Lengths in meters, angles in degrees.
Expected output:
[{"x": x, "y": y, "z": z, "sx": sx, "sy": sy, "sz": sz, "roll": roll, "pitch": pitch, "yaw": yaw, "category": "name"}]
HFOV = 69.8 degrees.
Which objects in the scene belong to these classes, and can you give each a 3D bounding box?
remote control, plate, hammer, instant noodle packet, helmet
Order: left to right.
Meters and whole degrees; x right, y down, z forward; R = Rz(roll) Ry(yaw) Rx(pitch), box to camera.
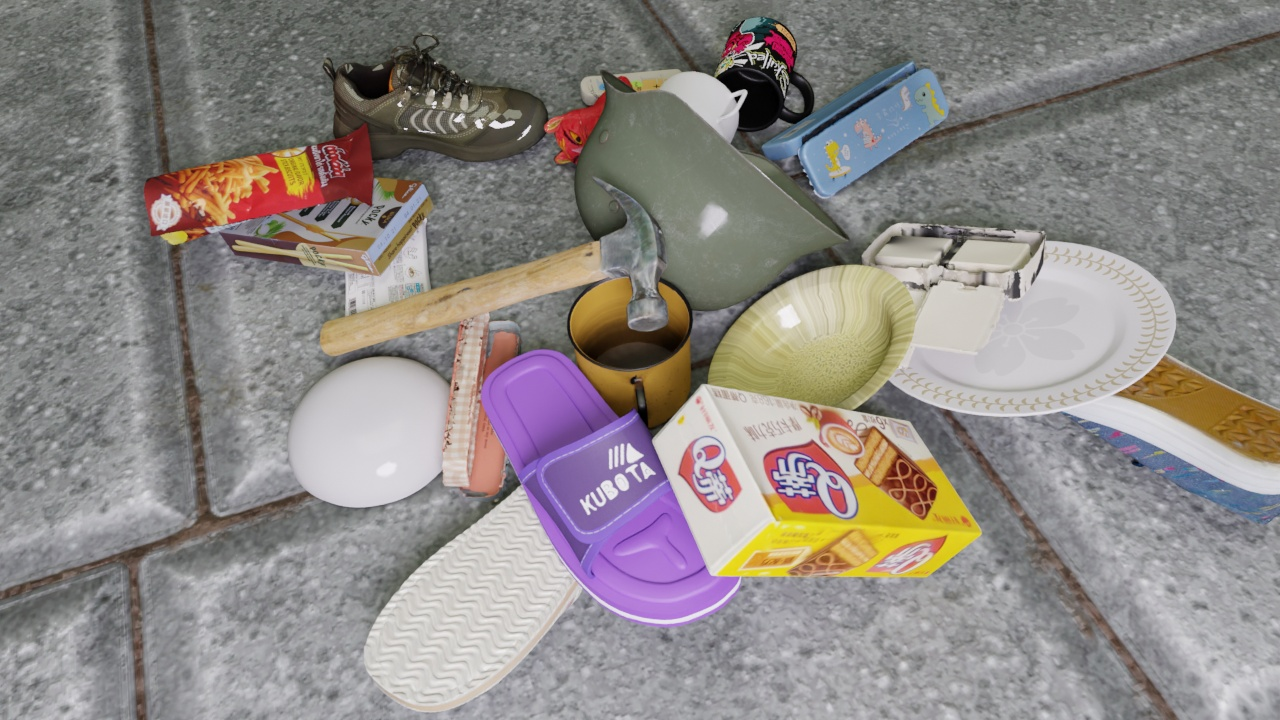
[{"x": -0.246, "y": -0.086, "z": 0.887, "sx": 0.087, "sy": 0.026, "sz": 0.134, "roll": -11, "pitch": 52, "yaw": -6, "category": "instant noodle packet"}, {"x": -0.132, "y": -0.056, "z": 0.761, "sx": 0.331, "sy": 0.033, "sz": 0.132, "roll": -13, "pitch": 69, "yaw": 23, "category": "hammer"}, {"x": -0.007, "y": -0.316, "z": 1.062, "sx": 0.125, "sy": 0.018, "sz": 0.038, "roll": -8, "pitch": 52, "yaw": -6, "category": "remote control"}, {"x": 0.034, "y": -0.141, "z": 0.823, "sx": 0.154, "sy": 0.226, "sz": 0.268, "roll": -48, "pitch": 69, "yaw": 18, "category": "helmet"}, {"x": 0.146, "y": 0.000, "z": 0.770, "sx": 0.185, "sy": 0.036, "sz": 0.184, "roll": -25, "pitch": 37, "yaw": 20, "category": "plate"}, {"x": 0.320, "y": -0.030, "z": 0.788, "sx": 0.243, "sy": 0.016, "sz": 0.242, "roll": -14, "pitch": 35, "yaw": 10, "category": "plate"}]

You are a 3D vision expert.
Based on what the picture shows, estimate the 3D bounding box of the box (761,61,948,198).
[{"x": 0.234, "y": -0.250, "z": 0.997, "sx": 0.208, "sy": 0.073, "sz": 0.085, "roll": -35, "pitch": 99, "yaw": -21, "category": "box"}]

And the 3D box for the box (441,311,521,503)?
[{"x": -0.134, "y": 0.028, "z": 0.779, "sx": 0.071, "sy": 0.057, "sz": 0.186, "roll": 18, "pitch": 49, "yaw": -24, "category": "box"}]

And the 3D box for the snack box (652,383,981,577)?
[{"x": 0.128, "y": 0.090, "z": 0.638, "sx": 0.230, "sy": 0.062, "sz": 0.110, "roll": 11, "pitch": 41, "yaw": -38, "category": "snack box"}]

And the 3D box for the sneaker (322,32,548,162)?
[{"x": -0.220, "y": -0.294, "z": 0.973, "sx": 0.238, "sy": 0.143, "sz": 0.100, "roll": -2, "pitch": 52, "yaw": 1, "category": "sneaker"}]

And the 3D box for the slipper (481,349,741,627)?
[{"x": -0.037, "y": 0.069, "z": 0.659, "sx": 0.107, "sy": 0.084, "sz": 0.266, "roll": -30, "pitch": 51, "yaw": -16, "category": "slipper"}]

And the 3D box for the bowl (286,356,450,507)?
[{"x": -0.227, "y": 0.048, "z": 0.772, "sx": 0.149, "sy": 0.043, "sz": 0.149, "roll": -1, "pitch": 52, "yaw": 1, "category": "bowl"}]

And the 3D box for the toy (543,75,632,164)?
[{"x": -0.042, "y": -0.258, "z": 0.988, "sx": 0.094, "sy": 0.088, "sz": 0.132, "roll": 2, "pitch": 38, "yaw": 25, "category": "toy"}]

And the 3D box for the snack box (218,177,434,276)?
[{"x": -0.310, "y": -0.139, "z": 0.905, "sx": 0.186, "sy": 0.032, "sz": 0.100, "roll": 10, "pitch": 52, "yaw": 24, "category": "snack box"}]

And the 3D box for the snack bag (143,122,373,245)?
[{"x": -0.366, "y": -0.170, "z": 0.903, "sx": 0.208, "sy": 0.067, "sz": 0.138, "roll": -12, "pitch": 41, "yaw": -7, "category": "snack bag"}]

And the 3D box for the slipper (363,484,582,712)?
[{"x": -0.091, "y": 0.151, "z": 0.684, "sx": 0.115, "sy": 0.052, "sz": 0.262, "roll": 27, "pitch": 51, "yaw": 25, "category": "slipper"}]

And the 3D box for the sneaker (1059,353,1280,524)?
[{"x": 0.405, "y": 0.047, "z": 0.733, "sx": 0.087, "sy": 0.079, "sz": 0.235, "roll": -33, "pitch": 40, "yaw": -21, "category": "sneaker"}]

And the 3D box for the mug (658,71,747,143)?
[{"x": 0.059, "y": -0.248, "z": 0.949, "sx": 0.116, "sy": 0.094, "sz": 0.067, "roll": -13, "pitch": 39, "yaw": 41, "category": "mug"}]

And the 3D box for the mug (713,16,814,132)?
[{"x": 0.141, "y": -0.308, "z": 1.019, "sx": 0.118, "sy": 0.082, "sz": 0.098, "roll": 27, "pitch": 53, "yaw": -12, "category": "mug"}]

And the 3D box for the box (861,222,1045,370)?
[{"x": 0.260, "y": -0.063, "z": 0.805, "sx": 0.145, "sy": 0.058, "sz": 0.187, "roll": 11, "pitch": 43, "yaw": 35, "category": "box"}]

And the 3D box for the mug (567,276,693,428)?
[{"x": -0.005, "y": 0.005, "z": 0.765, "sx": 0.100, "sy": 0.094, "sz": 0.123, "roll": -8, "pitch": 53, "yaw": -1, "category": "mug"}]
